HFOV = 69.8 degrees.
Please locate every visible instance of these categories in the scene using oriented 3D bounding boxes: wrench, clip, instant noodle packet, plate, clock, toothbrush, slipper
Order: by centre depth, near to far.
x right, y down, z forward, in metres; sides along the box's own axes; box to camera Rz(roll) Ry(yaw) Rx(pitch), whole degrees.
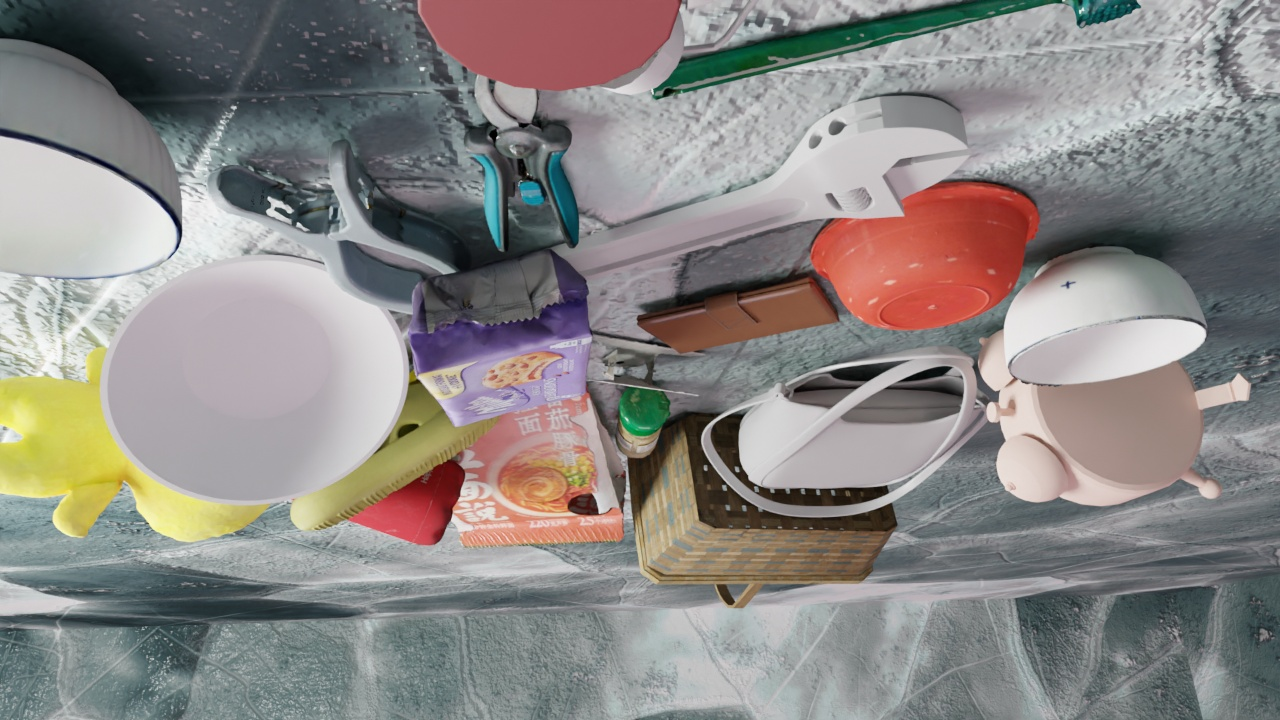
[{"bbox_3d":[-0.020,-0.130,0.304,0.124,0.044,0.087,6,158,-22],"label":"clock"},{"bbox_3d":[0.096,-0.127,0.365,0.190,0.017,0.016,-8,159,13],"label":"toothbrush"},{"bbox_3d":[0.033,-0.078,0.490,0.274,0.018,0.086,-12,157,26],"label":"wrench"},{"bbox_3d":[-0.158,-0.061,0.492,0.106,0.027,0.163,-8,159,12],"label":"clip"},{"bbox_3d":[-0.236,0.008,0.573,0.173,0.036,0.174,-14,124,-21],"label":"plate"},{"bbox_3d":[0.333,0.034,0.660,0.160,0.131,0.086,-2,159,0],"label":"clock"},{"bbox_3d":[-0.180,0.050,0.679,0.190,0.081,0.092,-34,173,-12],"label":"slipper"},{"bbox_3d":[-0.003,0.003,0.691,0.102,0.054,0.058,10,121,-29],"label":"clip"},{"bbox_3d":[-0.109,0.076,0.810,0.164,0.083,0.221,-3,141,8],"label":"instant noodle packet"}]

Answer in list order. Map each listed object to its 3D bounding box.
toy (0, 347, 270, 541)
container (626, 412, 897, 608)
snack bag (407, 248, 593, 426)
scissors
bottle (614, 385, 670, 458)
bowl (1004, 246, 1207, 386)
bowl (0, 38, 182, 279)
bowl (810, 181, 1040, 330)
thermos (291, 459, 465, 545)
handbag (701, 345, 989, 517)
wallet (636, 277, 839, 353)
[{"bbox_3d":[-0.324,0.055,0.622,0.207,0.133,0.092,4,165,-25],"label":"toy"},{"bbox_3d":[0.109,0.152,0.919,0.249,0.157,0.187,5,147,-19],"label":"container"},{"bbox_3d":[-0.081,-0.008,0.550,0.096,0.058,0.206,-14,170,-9],"label":"snack bag"},{"bbox_3d":[-0.053,-0.090,0.443,0.149,0.019,0.131,19,148,-41],"label":"scissors"},{"bbox_3d":[0.000,0.055,0.801,0.043,0.043,0.111,-1,160,-5],"label":"bottle"},{"bbox_3d":[0.286,-0.031,0.578,0.113,0.063,0.113,-2,159,-1],"label":"bowl"},{"bbox_3d":[-0.245,-0.085,0.368,0.118,0.062,0.118,-3,160,-1],"label":"bowl"},{"bbox_3d":[0.167,-0.051,0.535,0.130,0.045,0.131,-3,160,-1],"label":"bowl"},{"bbox_3d":[-0.263,0.077,0.731,0.240,0.073,0.073,23,153,-13],"label":"thermos"},{"bbox_3d":[0.179,0.049,0.746,0.215,0.095,0.223,1,154,-17],"label":"handbag"},{"bbox_3d":[0.068,-0.029,0.627,0.121,0.013,0.087,-11,162,22],"label":"wallet"}]
